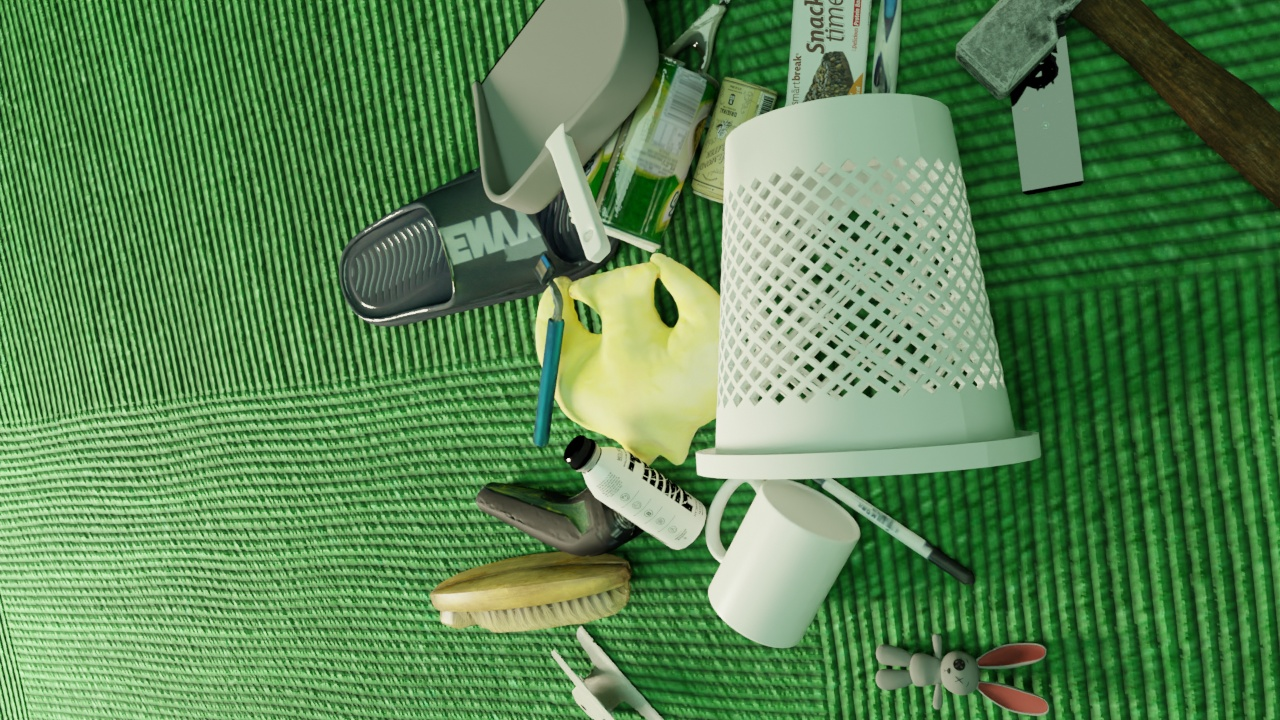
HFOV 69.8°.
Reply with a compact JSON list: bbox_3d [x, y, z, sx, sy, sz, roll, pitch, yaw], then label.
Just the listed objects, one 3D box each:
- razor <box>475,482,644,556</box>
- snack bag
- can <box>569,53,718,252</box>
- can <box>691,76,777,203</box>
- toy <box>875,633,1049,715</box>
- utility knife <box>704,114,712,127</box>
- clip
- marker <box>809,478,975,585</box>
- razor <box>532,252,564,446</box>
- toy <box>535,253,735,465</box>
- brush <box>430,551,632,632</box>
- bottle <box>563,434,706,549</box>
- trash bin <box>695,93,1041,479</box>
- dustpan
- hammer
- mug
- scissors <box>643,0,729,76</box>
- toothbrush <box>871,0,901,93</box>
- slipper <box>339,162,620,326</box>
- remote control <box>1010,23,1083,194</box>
[{"bbox_3d":[-0.065,0.115,0.728,0.152,0.053,0.067,10,95,30],"label":"razor"},{"bbox_3d":[0.124,-0.233,0.596,0.057,0.013,0.158,6,101,16],"label":"snack bag"},{"bbox_3d":[0.001,-0.140,0.622,0.067,0.067,0.121,23,99,20],"label":"can"},{"bbox_3d":[0.063,-0.149,0.627,0.038,0.038,0.079,23,107,20],"label":"can"},{"bbox_3d":[0.216,0.212,0.621,0.112,0.030,0.049,-5,68,28],"label":"toy"},{"bbox_3d":[-0.029,-0.172,0.678,0.179,0.015,0.022,8,102,25],"label":"utility knife"},{"bbox_3d":[-0.034,0.271,0.747,0.052,0.058,0.102,-43,78,-1],"label":"clip"},{"bbox_3d":[0.165,0.109,0.639,0.152,0.011,0.011,34,111,17],"label":"marker"},{"bbox_3d":[-0.067,-0.004,0.667,0.022,0.042,0.144,-1,111,-13],"label":"razor"},{"bbox_3d":[-0.004,0.004,0.667,0.171,0.064,0.155,-8,105,33],"label":"toy"},{"bbox_3d":[-0.091,0.189,0.744,0.196,0.059,0.043,-14,101,28],"label":"brush"},{"bbox_3d":[-0.006,0.093,0.667,0.116,0.041,0.041,37,116,-22],"label":"bottle"},{"bbox_3d":[0.124,-0.038,0.548,0.196,0.195,0.199,-5,87,25],"label":"trash bin"},{"bbox_3d":[-0.051,-0.162,0.605,0.164,0.033,0.257,-41,52,32],"label":"dustpan"},{"bbox_3d":[0.355,-0.152,0.490,0.300,0.037,0.218,47,109,7],"label":"hammer"},{"bbox_3d":[0.088,0.131,0.651,0.110,0.073,0.091,41,115,41],"label":"mug"},{"bbox_3d":[0.046,-0.247,0.633,0.157,0.012,0.166,23,109,13],"label":"scissors"},{"bbox_3d":[0.159,-0.249,0.578,0.016,0.017,0.189,6,101,23],"label":"toothbrush"},{"bbox_3d":[-0.145,-0.092,0.709,0.269,0.083,0.110,-14,90,26],"label":"slipper"},{"bbox_3d":[0.240,-0.178,0.554,0.034,0.013,0.150,-7,96,26],"label":"remote control"}]
